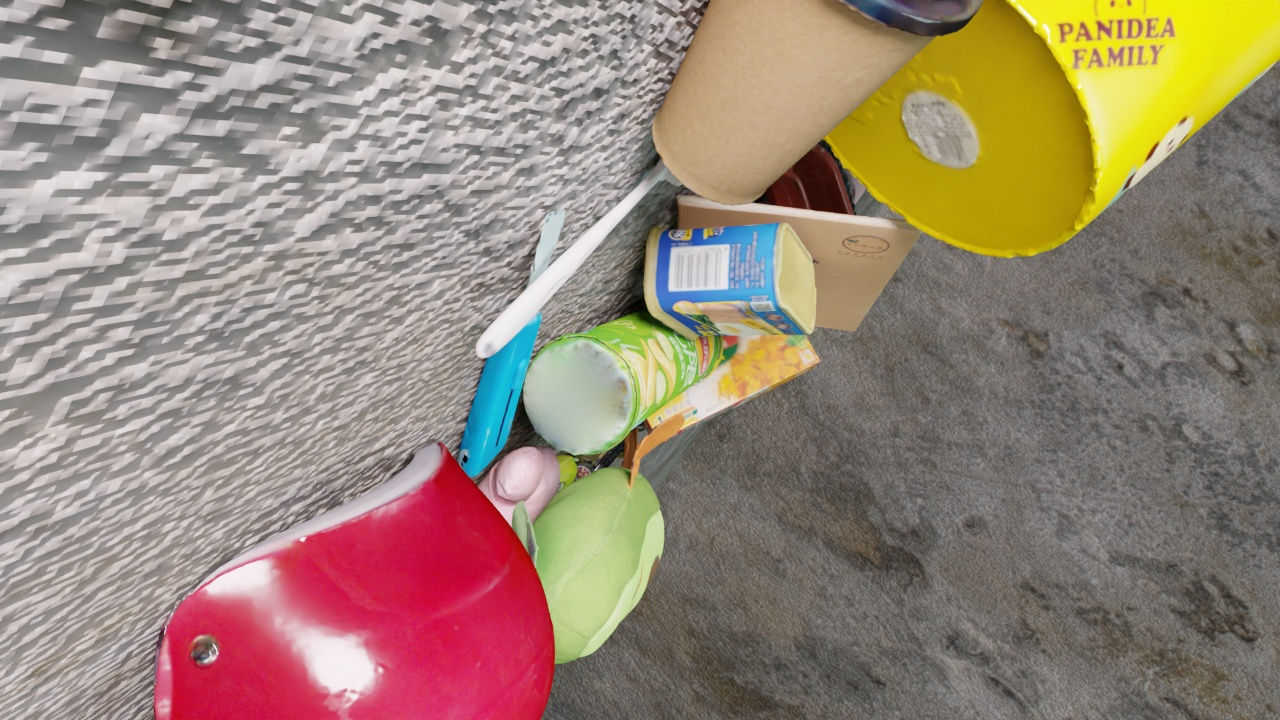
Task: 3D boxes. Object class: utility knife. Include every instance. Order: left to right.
[{"bbox_3d":[-0.065,-0.003,0.460,0.034,0.018,0.219,-43,168,-36],"label":"utility knife"}]

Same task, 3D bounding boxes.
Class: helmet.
[{"bbox_3d":[-0.134,0.171,0.438,0.240,0.144,0.206,-53,173,22],"label":"helmet"}]

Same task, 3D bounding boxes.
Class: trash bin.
[{"bbox_3d":[0.226,-0.203,0.462,0.255,0.229,0.230,-43,170,-12],"label":"trash bin"}]

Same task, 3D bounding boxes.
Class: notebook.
[{"bbox_3d":[0.097,-0.061,0.643,0.208,0.148,0.008,83,15,-75],"label":"notebook"}]

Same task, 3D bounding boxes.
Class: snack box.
[{"bbox_3d":[0.065,0.003,0.772,0.155,0.077,0.027,-26,167,-10],"label":"snack box"}]

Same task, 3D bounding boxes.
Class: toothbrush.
[{"bbox_3d":[-0.019,-0.054,0.421,0.179,0.016,0.016,-50,165,-40],"label":"toothbrush"}]

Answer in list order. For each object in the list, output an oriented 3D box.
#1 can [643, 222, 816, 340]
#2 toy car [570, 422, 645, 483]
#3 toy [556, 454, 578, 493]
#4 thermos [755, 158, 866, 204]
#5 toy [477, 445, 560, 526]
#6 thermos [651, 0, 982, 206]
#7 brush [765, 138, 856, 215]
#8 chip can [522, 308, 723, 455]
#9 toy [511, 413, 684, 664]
[{"bbox_3d":[0.060,-0.048,0.575,0.102,0.083,0.057,27,65,-65],"label":"can"},{"bbox_3d":[-0.044,0.094,0.897,0.157,0.042,0.070,-45,170,-38],"label":"toy car"},{"bbox_3d":[-0.089,0.115,0.797,0.100,0.031,0.096,-47,172,10],"label":"toy"},{"bbox_3d":[0.129,-0.125,0.813,0.087,0.067,0.198,-12,-154,47],"label":"thermos"},{"bbox_3d":[-0.096,0.107,0.641,0.121,0.054,0.160,-56,174,-19],"label":"toy"},{"bbox_3d":[0.063,-0.128,0.362,0.092,0.093,0.144,-44,177,-38],"label":"thermos"},{"bbox_3d":[0.130,-0.107,0.692,0.146,0.063,0.069,60,42,-41],"label":"brush"},{"bbox_3d":[-0.004,0.004,0.617,0.073,0.072,0.220,-53,171,20],"label":"chip can"},{"bbox_3d":[-0.034,0.129,0.608,0.227,0.090,0.246,-64,175,7],"label":"toy"}]
